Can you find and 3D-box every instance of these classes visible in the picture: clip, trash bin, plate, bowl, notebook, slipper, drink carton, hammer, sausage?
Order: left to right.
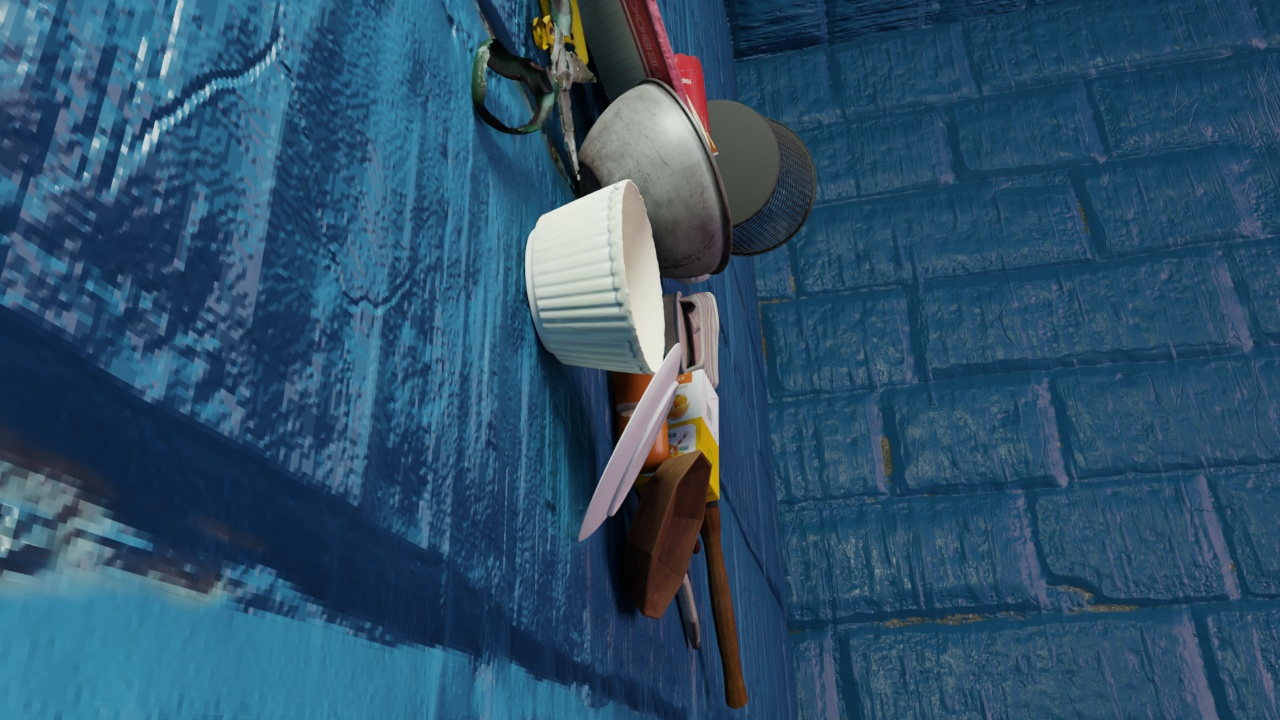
[{"bbox_3d":[-0.054,-0.222,0.617,0.048,0.046,0.054,-135,-148,-65],"label":"clip"},{"bbox_3d":[-0.027,-0.045,0.547,0.115,0.062,0.115,-6,89,-79],"label":"bowl"},{"bbox_3d":[-0.004,0.004,0.698,0.044,0.039,0.164,5,78,-79],"label":"sausage"},{"bbox_3d":[-0.002,0.052,0.562,0.134,0.011,0.135,-62,174,-13],"label":"plate"},{"bbox_3d":[0.000,-0.117,0.646,0.145,0.067,0.145,59,-15,26],"label":"bowl"},{"bbox_3d":[0.003,-0.193,0.675,0.209,0.012,0.153,69,-13,-16],"label":"notebook"},{"bbox_3d":[0.018,0.125,0.678,0.131,0.025,0.131,16,89,-72],"label":"plate"},{"bbox_3d":[0.033,0.065,0.784,0.122,0.059,0.040,-85,153,-47],"label":"drink carton"},{"bbox_3d":[0.065,-0.021,1.061,0.272,0.054,0.114,24,65,-79],"label":"slipper"},{"bbox_3d":[0.077,0.212,0.929,0.115,0.033,0.323,-72,154,-70],"label":"hammer"},{"bbox_3d":[0.112,-0.223,1.117,0.210,0.184,0.184,-14,97,-73],"label":"trash bin"}]

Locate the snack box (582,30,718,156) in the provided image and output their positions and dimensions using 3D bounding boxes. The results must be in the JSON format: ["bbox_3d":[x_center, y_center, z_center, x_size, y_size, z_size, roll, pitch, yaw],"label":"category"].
[{"bbox_3d":[0.012,-0.234,0.810,0.143,0.041,0.146,60,15,-8],"label":"snack box"}]

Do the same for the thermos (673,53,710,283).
[{"bbox_3d":[0.043,-0.202,0.990,0.073,0.073,0.240,-23,107,-79],"label":"thermos"}]

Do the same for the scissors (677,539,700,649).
[{"bbox_3d":[0.040,0.192,0.874,0.198,0.015,0.179,6,77,-79],"label":"scissors"}]

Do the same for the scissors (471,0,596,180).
[{"bbox_3d":[-0.061,-0.199,0.537,0.204,0.015,0.202,-59,143,-63],"label":"scissors"}]
